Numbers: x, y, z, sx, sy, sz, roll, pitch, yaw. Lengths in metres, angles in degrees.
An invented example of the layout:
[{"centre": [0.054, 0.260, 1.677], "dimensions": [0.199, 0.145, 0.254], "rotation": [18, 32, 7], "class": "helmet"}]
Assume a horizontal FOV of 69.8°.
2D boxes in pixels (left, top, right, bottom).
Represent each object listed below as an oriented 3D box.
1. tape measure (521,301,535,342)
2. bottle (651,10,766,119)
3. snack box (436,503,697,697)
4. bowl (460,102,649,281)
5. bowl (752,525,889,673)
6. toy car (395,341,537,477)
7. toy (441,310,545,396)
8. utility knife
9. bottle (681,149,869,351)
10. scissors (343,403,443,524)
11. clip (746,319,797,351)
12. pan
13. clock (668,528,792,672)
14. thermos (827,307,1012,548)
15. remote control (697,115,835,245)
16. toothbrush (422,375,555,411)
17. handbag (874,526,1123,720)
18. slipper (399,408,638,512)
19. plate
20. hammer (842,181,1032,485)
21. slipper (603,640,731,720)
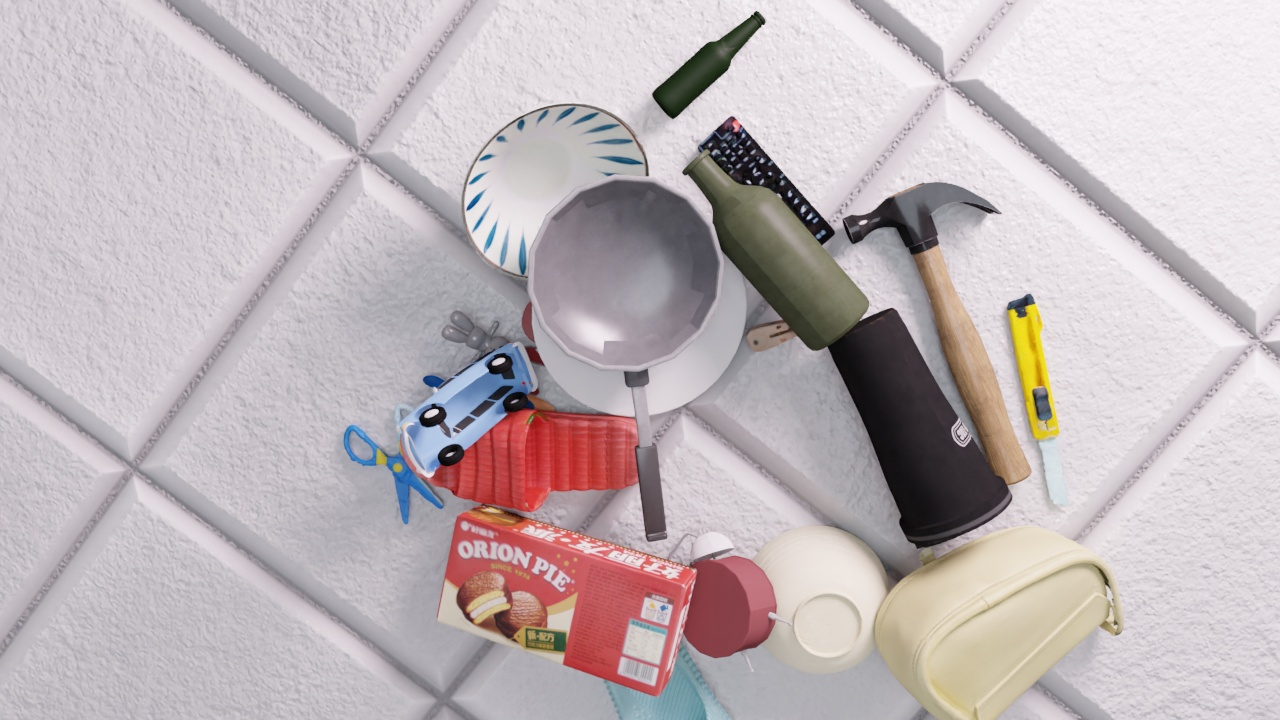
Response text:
[{"centre": [-0.088, -0.043, 0.899], "dimensions": [0.051, 0.019, 0.059], "rotation": [16, 91, 1], "class": "tape measure"}, {"centre": [0.066, -0.278, 0.856], "dimensions": [0.123, 0.033, 0.033], "rotation": [-41, 95, 6], "class": "bottle"}, {"centre": [-0.073, 0.227, 0.889], "dimensions": [0.236, 0.060, 0.113], "rotation": [14, 98, 14], "class": "snack box"}, {"centre": [-0.086, -0.165, 0.841], "dimensions": [0.177, 0.071, 0.178], "rotation": [-16, 133, -18], "class": "bowl"}, {"centre": [0.179, 0.246, 0.906], "dimensions": [0.151, 0.075, 0.151], "rotation": [0, 98, 1], "class": "bowl"}, {"centre": [-0.159, 0.041, 0.839], "dimensions": [0.055, 0.153, 0.056], "rotation": [10, 129, 41], "class": "toy car"}, {"centre": [-0.140, -0.010, 0.899], "dimensions": [0.111, 0.030, 0.049], "rotation": [30, 93, -13], "class": "toy"}, {"centre": [0.396, 0.042, 0.905], "dimensions": [0.030, 0.019, 0.218], "rotation": [-13, 101, 12], "class": "utility knife"}, {"centre": [0.118, -0.105, 0.841], "dimensions": [0.071, 0.071, 0.207], "rotation": [-42, 93, 6], "class": "bottle"}, {"centre": [-0.236, 0.101, 0.928], "dimensions": [0.110, 0.018, 0.130], "rotation": [-44, 95, 9], "class": "scissors"}, {"centre": [0.134, -0.029, 0.897], "dimensions": [0.061, 0.049, 0.025], "rotation": [-16, 101, 43], "class": "clip"}, {"centre": [-0.005, 0.005, 0.859], "dimensions": [0.178, 0.041, 0.357], "rotation": [-9, 107, -8], "class": "pan"}, {"centre": [0.076, 0.230, 0.896], "dimensions": [0.137, 0.048, 0.096], "rotation": [48, 118, 34], "class": "clock"}, {"centre": [0.258, 0.063, 0.870], "dimensions": [0.106, 0.105, 0.218], "rotation": [-27, 91, 5], "class": "thermos"}, {"centre": [0.120, -0.162, 0.878], "dimensions": [0.047, 0.022, 0.150], "rotation": [-41, 93, 7], "class": "remote control"}, {"centre": [-0.150, 0.035, 0.914], "dimensions": [0.135, 0.017, 0.021], "rotation": [15, 102, -5], "class": "toothbrush"}, {"centre": [0.347, 0.252, 0.880], "dimensions": [0.232, 0.088, 0.191], "rotation": [-36, 112, -10], "class": "handbag"}, {"centre": [-0.112, 0.096, 0.893], "dimensions": [0.249, 0.059, 0.104], "rotation": [3, 107, -3], "class": "slipper"}, {"centre": [0.000, -0.046, 0.882], "dimensions": [0.208, 0.015, 0.209], "rotation": [-3, 108, -10], "class": "plate"}, {"centre": [0.314, -0.023, 0.887], "dimensions": [0.132, 0.040, 0.305], "rotation": [-23, 98, 8], "class": "hammer"}, {"centre": [0.038, 0.384, 0.933], "dimensions": [0.116, 0.069, 0.276], "rotation": [-26, 96, 1], "class": "slipper"}]
